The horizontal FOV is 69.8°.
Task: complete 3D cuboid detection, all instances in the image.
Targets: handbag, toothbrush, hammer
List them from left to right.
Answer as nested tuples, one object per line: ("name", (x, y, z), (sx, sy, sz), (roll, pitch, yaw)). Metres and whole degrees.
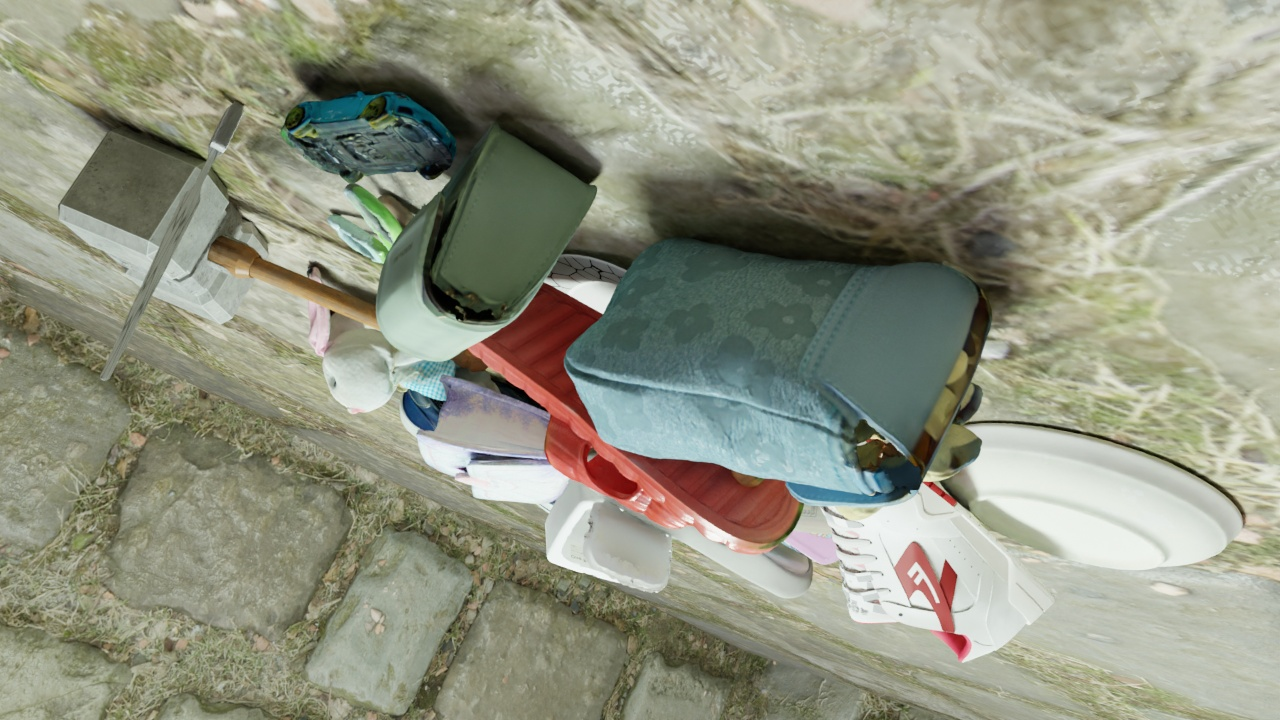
("toothbrush", (-0.270, -0.072, 0.531), (0.010, 0.181, 0.010), (27, 160, -31))
("hammer", (-0.266, -0.057, 0.732), (0.318, 0.082, 0.163), (23, 163, 3))
("handbag", (-0.089, -0.056, 0.478), (0.067, 0.106, 0.122), (33, 160, -18))
("handbag", (-0.115, 0.076, 0.765), (0.126, 0.069, 0.159), (20, 160, -3))
("handbag", (0.066, 0.013, 0.446), (0.192, 0.121, 0.119), (7, 138, 33))

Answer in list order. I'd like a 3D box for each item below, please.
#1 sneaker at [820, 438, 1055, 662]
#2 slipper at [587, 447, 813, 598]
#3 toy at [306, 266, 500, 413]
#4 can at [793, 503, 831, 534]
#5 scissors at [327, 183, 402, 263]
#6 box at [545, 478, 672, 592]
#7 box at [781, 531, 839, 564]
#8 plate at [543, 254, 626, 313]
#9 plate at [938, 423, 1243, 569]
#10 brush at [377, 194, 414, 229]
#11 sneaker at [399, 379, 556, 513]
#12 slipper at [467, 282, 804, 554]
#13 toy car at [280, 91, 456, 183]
("sneaker", (0.169, 0.128, 0.622), (0.236, 0.104, 0.090), (40, -175, -23))
("slipper", (0.058, 0.119, 0.857), (0.266, 0.081, 0.112), (33, -156, 4))
("toy", (-0.226, 0.010, 0.850), (0.205, 0.105, 0.131), (23, 166, 6))
("can", (0.129, 0.103, 0.692), (0.135, 0.054, 0.054), (5, 162, 0))
("scissors", (-0.162, -0.068, 0.632), (0.172, 0.021, 0.171), (27, 157, 24))
("box", (-0.024, 0.180, 0.866), (0.109, 0.133, 0.107), (20, 121, -22))
("box", (0.110, 0.093, 0.792), (0.093, 0.090, 0.214), (-38, 127, 23))
("plate", (-0.004, 0.003, 0.611), (0.189, 0.016, 0.189), (28, 145, 21))
("plate", (0.271, 0.095, 0.581), (0.182, 0.034, 0.182), (21, 163, 7))
("brush", (-0.117, -0.056, 0.615), (0.151, 0.012, 0.039), (42, 151, -16))
("sneaker", (-0.109, 0.080, 0.935), (0.294, 0.120, 0.128), (28, 146, -2))
("slipper", (-0.013, 0.033, 0.543), (0.249, 0.103, 0.059), (36, 134, 24))
("toy car", (-0.139, -0.119, 0.478), (0.105, 0.032, 0.048), (5, 155, 32))
